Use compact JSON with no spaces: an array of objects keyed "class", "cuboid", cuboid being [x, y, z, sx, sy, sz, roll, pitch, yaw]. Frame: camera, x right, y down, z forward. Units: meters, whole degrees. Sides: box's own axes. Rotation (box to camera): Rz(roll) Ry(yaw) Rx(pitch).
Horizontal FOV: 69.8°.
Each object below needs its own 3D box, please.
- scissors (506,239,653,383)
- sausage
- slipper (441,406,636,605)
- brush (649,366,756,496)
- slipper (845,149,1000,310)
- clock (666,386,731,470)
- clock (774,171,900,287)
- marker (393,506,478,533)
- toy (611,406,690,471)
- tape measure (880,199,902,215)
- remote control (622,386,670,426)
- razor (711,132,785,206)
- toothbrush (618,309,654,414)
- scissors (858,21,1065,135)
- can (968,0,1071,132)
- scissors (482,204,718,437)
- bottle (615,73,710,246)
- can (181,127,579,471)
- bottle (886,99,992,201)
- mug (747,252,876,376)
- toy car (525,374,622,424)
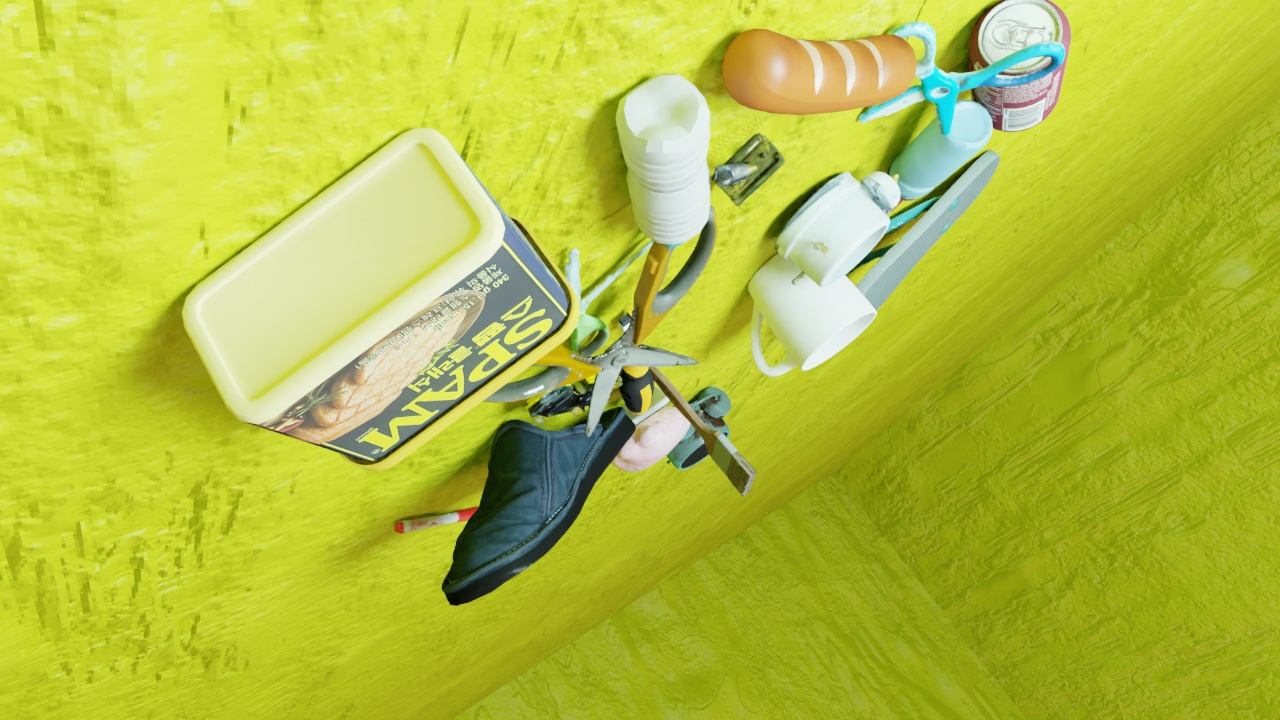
[{"class":"scissors","cuboid":[-0.049,-0.026,0.605,0.165,0.024,0.172,-27,160,-11]},{"class":"sausage","cuboid":[0.100,-0.157,0.501,0.163,0.039,0.045,-19,160,-45]},{"class":"slipper","cuboid":[-0.091,0.087,0.730,0.109,0.083,0.264,-26,-167,30]},{"class":"brush","cuboid":[0.050,0.056,0.803,0.008,0.143,0.045,-32,155,-20]},{"class":"slipper","cuboid":[0.261,-0.122,0.928,0.268,0.055,0.098,-46,162,-5]},{"class":"clock","cuboid":[0.062,0.076,1.047,0.089,0.053,0.124,-29,160,-24]},{"class":"clock","cuboid":[0.162,-0.110,0.730,0.117,0.057,0.083,-37,165,-24]},{"class":"marker","cuboid":[-0.174,0.143,0.825,0.013,0.013,0.142,-41,163,16]},{"class":"toy","cuboid":[0.003,0.084,0.952,0.102,0.050,0.093,-37,167,14]},{"class":"tape measure","cuboid":[0.218,-0.142,0.814,0.059,0.019,0.051,-34,164,-7]},{"class":"remote control","cuboid":[-0.038,0.071,0.868,0.146,0.008,0.045,-34,-160,-8]},{"class":"razor","cuboid":[0.055,-0.108,0.525,0.043,0.026,0.105,-40,-179,20]},{"class":"toothbrush","cuboid":[-0.005,0.004,0.761,0.030,0.031,0.197,-36,160,-13]},{"class":"scissors","cuboid":[0.205,-0.182,0.593,0.140,0.011,0.134,-7,160,19]},{"class":"can","cuboid":[0.268,-0.209,0.653,0.063,0.063,0.114,-40,163,13]},{"class":"scissors","cuboid":[-0.016,-0.017,0.613,0.224,0.016,0.230,0,135,-48]},{"class":"bottle","cuboid":[0.015,-0.097,0.487,0.044,0.044,0.136,-34,164,-6]},{"class":"can","cuboid":[-0.107,-0.022,0.399,0.135,0.075,0.104,-36,161,0]},{"class":"bottle","cuboid":[0.229,-0.160,0.723,0.040,0.040,0.130,-33,175,-10]},{"class":"mug","cuboid":[0.136,-0.040,0.812,0.114,0.087,0.080,-44,162,26]},{"class":"toy car","cuboid":[-0.052,0.022,0.702,0.049,0.030,0.106,-34,171,19]}]
